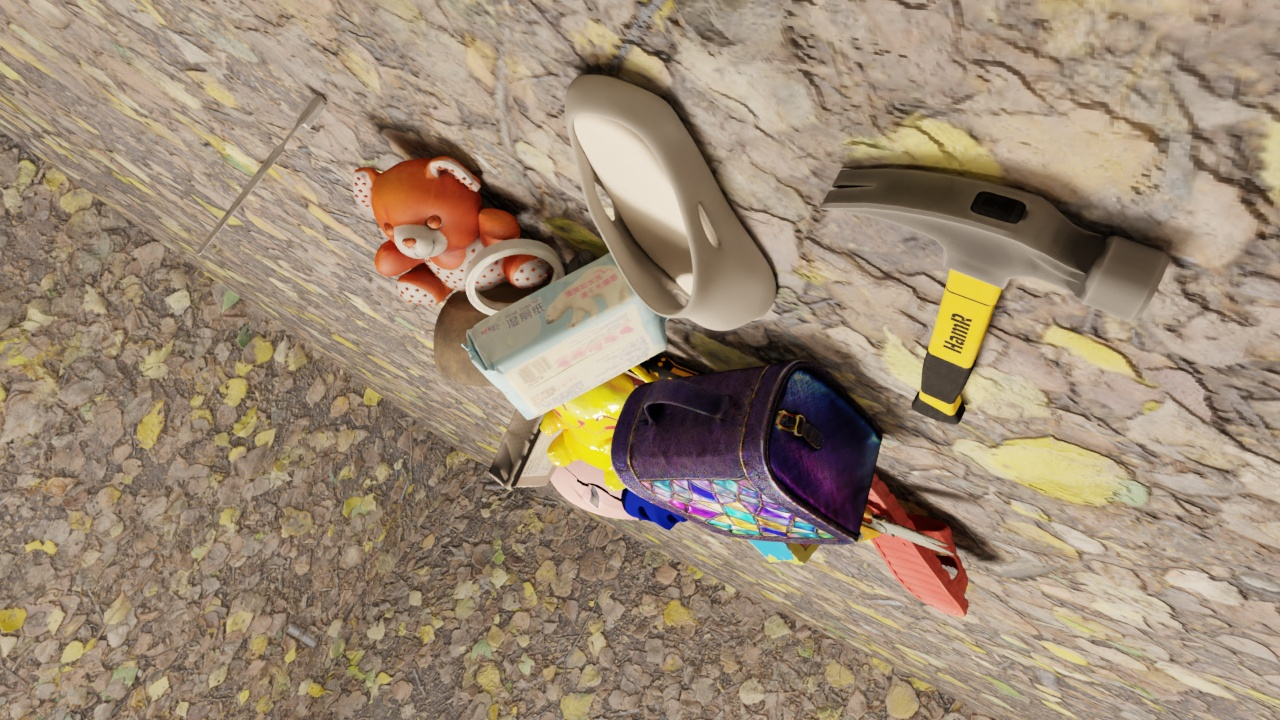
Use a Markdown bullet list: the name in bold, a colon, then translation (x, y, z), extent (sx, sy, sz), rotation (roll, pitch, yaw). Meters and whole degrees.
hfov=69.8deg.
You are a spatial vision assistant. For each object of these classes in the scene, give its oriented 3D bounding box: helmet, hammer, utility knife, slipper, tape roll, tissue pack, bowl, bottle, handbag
- **helmet**: translation (-0.046, 0.182, 1.517), extent (0.255, 0.152, 0.230), rotation (30, 163, -26)
- **hammer**: translation (-0.043, -0.016, 1.060), extent (0.321, 0.036, 0.123), rotation (23, 170, 28)
- **hammer**: translation (0.202, -0.020, 0.595), extent (0.170, 0.034, 0.325), rotation (26, 166, 20)
- **utility knife**: translation (-0.006, 0.006, 0.953), extent (0.218, 0.019, 0.030), rotation (38, -168, -20)
- **slipper**: translation (0.013, -0.082, 0.641), extent (0.113, 0.080, 0.266), rotation (18, 161, 29)
- **slipper**: translation (0.311, 0.199, 1.052), extent (0.249, 0.059, 0.104), rotation (52, 161, -19)
- **tape roll**: translation (-0.117, -0.075, 0.854), extent (0.093, 0.093, 0.013), rotation (48, -161, -50)
- **helmet**: translation (-0.005, 0.132, 1.244), extent (0.228, 0.147, 0.241), rotation (23, 170, 11)
- **tissue pack**: translation (-0.121, 0.069, 1.150), extent (0.071, 0.181, 0.103), rotation (27, -171, 26)
- **bowl**: translation (-0.139, -0.037, 0.960), extent (0.162, 0.161, 0.070), rotation (16, 121, 42)
- **tissue pack**: translation (-0.059, -0.025, 0.835), extent (0.070, 0.182, 0.112), rotation (62, 180, 31)
- **bottle**: translation (-0.055, -0.081, 0.868), extent (0.030, 0.030, 0.113), rotation (30, 165, 0)
- **handbag**: translation (0.092, 0.081, 0.870), extent (0.222, 0.125, 0.205), rotation (34, 154, -31)

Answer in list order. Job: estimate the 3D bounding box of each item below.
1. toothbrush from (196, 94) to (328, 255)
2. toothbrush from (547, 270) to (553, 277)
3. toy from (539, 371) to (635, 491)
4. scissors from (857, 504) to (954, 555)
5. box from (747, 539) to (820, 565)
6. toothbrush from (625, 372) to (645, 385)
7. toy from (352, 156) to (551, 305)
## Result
- **toothbrush**: translation (-0.341, -0.166, 0.829), extent (0.010, 0.181, 0.010), rotation (30, 170, 22)
- **toothbrush**: translation (-0.148, -0.104, 1.009), extent (0.185, 0.015, 0.015), rotation (12, 158, 42)
- **toy**: translation (-0.047, 0.064, 1.059), extent (0.134, 0.087, 0.194), rotation (21, 146, 19)
- **scissors**: translation (0.249, 0.168, 1.004), extent (0.134, 0.016, 0.228), rotation (52, 162, -13)
- **box**: translation (0.120, 0.139, 1.079), extent (0.221, 0.081, 0.124), rotation (42, 164, -1)
- **toothbrush**: translation (-0.020, 0.022, 1.108), extent (0.135, 0.021, 0.016), rotation (16, 165, -19)
- **toy**: translation (-0.183, -0.118, 0.861), extent (0.164, 0.092, 0.172), rotation (-6, 147, 21)
